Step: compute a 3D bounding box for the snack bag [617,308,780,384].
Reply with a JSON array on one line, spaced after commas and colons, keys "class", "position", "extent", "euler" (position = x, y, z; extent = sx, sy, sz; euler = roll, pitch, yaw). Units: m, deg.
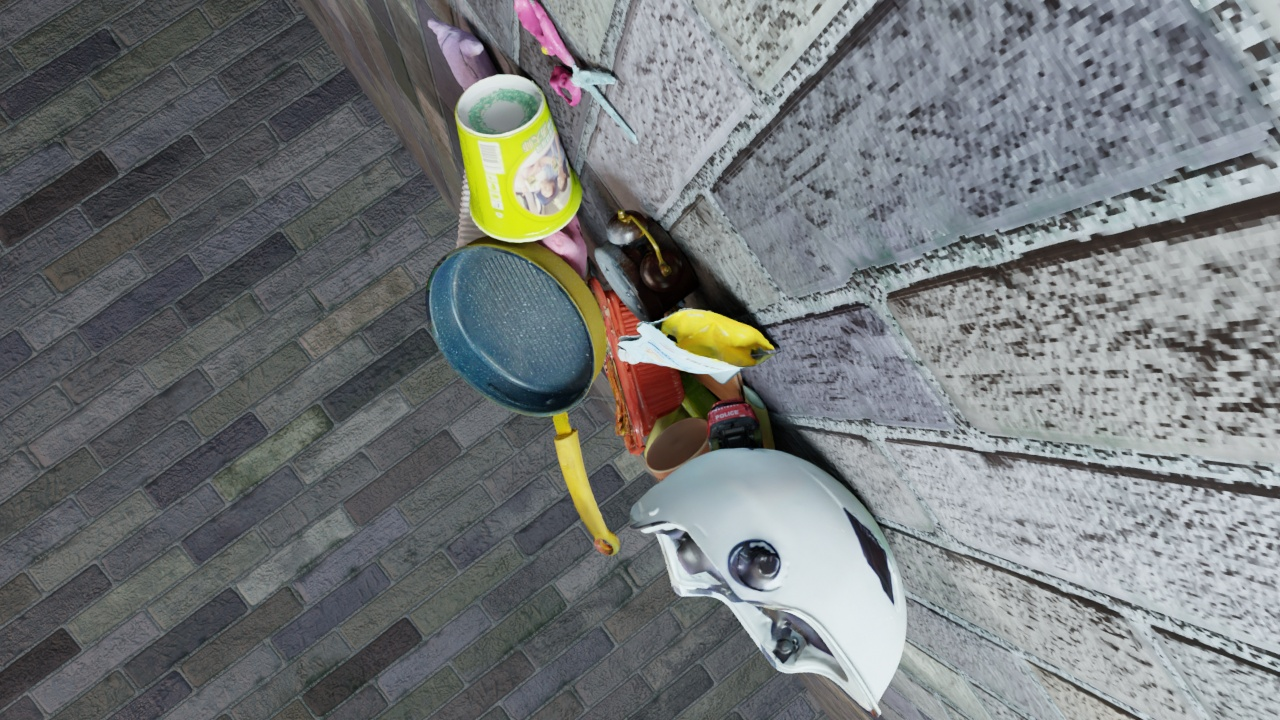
[{"class": "snack bag", "position": [0.041, -0.008, 0.756], "extent": [0.191, 0.110, 0.039], "euler": [148, 128, -80]}]

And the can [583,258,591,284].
[{"class": "can", "position": [-0.095, -0.109, 1.228], "extent": [0.058, 0.058, 0.116], "euler": [52, 173, 10]}]

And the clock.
[{"class": "clock", "position": [0.004, -0.079, 0.764], "extent": [0.082, 0.055, 0.122], "euler": [51, 172, 19]}]

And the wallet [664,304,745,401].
[{"class": "wallet", "position": [0.066, 0.002, 0.902], "extent": [0.115, 0.020, 0.101], "euler": [45, 169, 33]}]

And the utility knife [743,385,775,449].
[{"class": "utility knife", "position": [0.120, 0.080, 0.911], "extent": [0.031, 0.020, 0.188], "euler": [44, 161, 32]}]

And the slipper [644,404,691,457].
[{"class": "slipper", "position": [0.070, 0.111, 1.179], "extent": [0.082, 0.091, 0.190], "euler": [14, 166, 25]}]

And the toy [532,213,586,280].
[{"class": "toy", "position": [-0.095, -0.127, 0.970], "extent": [0.194, 0.074, 0.179], "euler": [-127, 31, -70]}]

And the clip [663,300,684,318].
[{"class": "clip", "position": [0.018, -0.070, 0.870], "extent": [0.058, 0.045, 0.027], "euler": [58, 175, 11]}]

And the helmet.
[{"class": "helmet", "position": [0.127, 0.167, 0.789], "extent": [0.259, 0.145, 0.229], "euler": [28, 160, 35]}]

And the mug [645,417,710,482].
[{"class": "mug", "position": [0.063, 0.123, 1.028], "extent": [0.106, 0.081, 0.114], "euler": [54, 178, -25]}]

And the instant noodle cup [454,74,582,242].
[{"class": "instant noodle cup", "position": [-0.117, -0.191, 0.842], "extent": [0.111, 0.111, 0.124], "euler": [49, 163, 29]}]

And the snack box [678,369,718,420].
[{"class": "snack box", "position": [0.095, 0.080, 1.053], "extent": [0.156, 0.026, 0.086], "euler": [48, 171, 32]}]

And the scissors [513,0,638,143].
[{"class": "scissors", "position": [-0.046, -0.203, 0.659], "extent": [0.133, 0.017, 0.131], "euler": [49, 170, 2]}]

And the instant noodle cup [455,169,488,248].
[{"class": "instant noodle cup", "position": [-0.163, -0.167, 0.986], "extent": [0.138, 0.060, 0.173], "euler": [-174, 91, -77]}]

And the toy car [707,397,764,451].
[{"class": "toy car", "position": [0.092, 0.081, 0.871], "extent": [0.121, 0.053, 0.045], "euler": [74, -173, -49]}]

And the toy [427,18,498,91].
[{"class": "toy", "position": [-0.160, -0.282, 0.903], "extent": [0.084, 0.039, 0.108], "euler": [37, 164, 35]}]

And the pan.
[{"class": "pan", "position": [-0.097, 0.041, 0.940], "extent": [0.198, 0.078, 0.357], "euler": [-14, 114, 38]}]

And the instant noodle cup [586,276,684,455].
[{"class": "instant noodle cup", "position": [-0.006, 0.006, 0.999], "extent": [0.164, 0.079, 0.188], "euler": [113, 142, -82]}]
